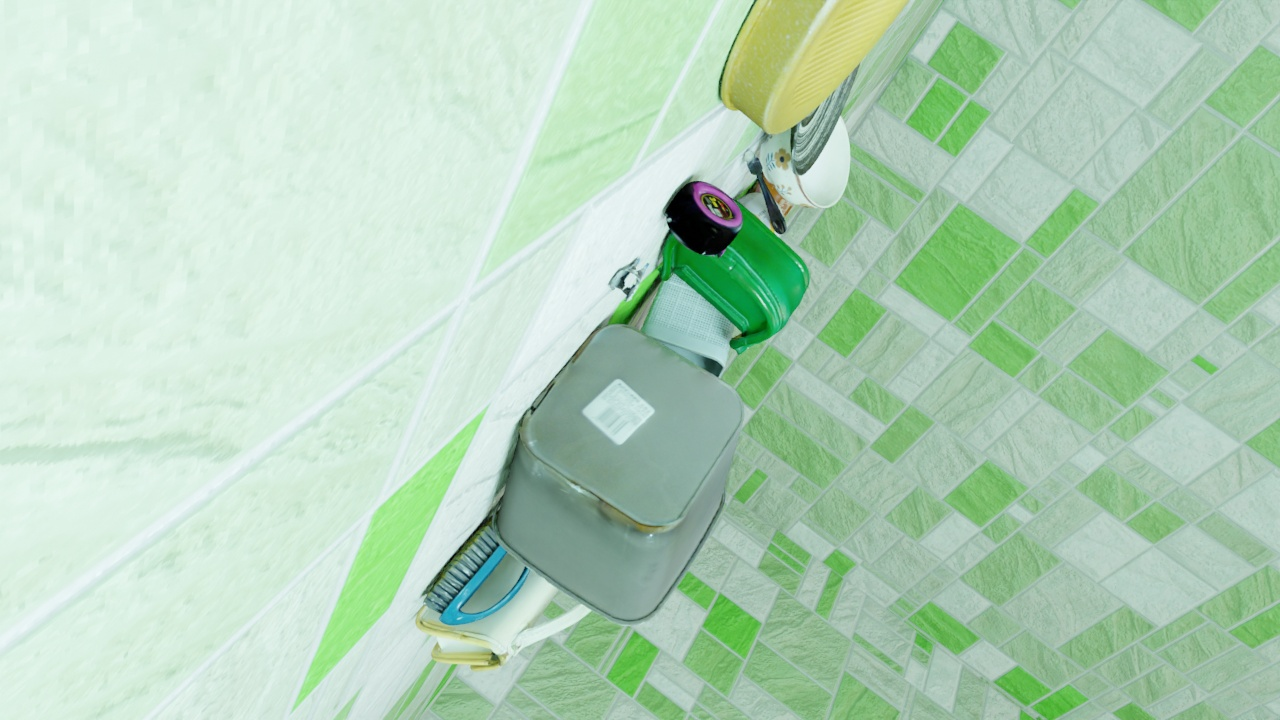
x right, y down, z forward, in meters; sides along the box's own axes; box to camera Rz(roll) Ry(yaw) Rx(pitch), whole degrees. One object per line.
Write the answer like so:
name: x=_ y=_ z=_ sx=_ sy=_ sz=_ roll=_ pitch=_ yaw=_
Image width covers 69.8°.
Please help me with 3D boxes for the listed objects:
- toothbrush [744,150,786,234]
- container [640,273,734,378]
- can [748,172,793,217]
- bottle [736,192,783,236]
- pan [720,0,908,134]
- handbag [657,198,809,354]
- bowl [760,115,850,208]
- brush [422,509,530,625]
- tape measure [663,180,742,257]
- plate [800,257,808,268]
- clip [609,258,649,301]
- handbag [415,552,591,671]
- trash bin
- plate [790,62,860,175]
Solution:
toothbrush: x=0.136 y=-0.175 z=0.981 sx=0.016 sy=0.018 sz=0.181 roll=-30 pitch=156 yaw=8
container: x=0.051 y=-0.040 z=0.930 sx=0.090 sy=0.090 sz=0.111 roll=105 pitch=4 yaw=-65
can: x=0.191 y=-0.242 z=1.160 sx=0.147 sy=0.058 sz=0.057 roll=-56 pitch=175 yaw=22
bottle: x=0.112 y=-0.141 z=1.045 sx=0.068 sy=0.068 sz=0.189 roll=-57 pitch=174 yaw=31
pan: x=0.158 y=-0.278 z=0.653 sx=0.356 sy=0.078 sz=0.198 roll=-38 pitch=168 yaw=-49
handbag: x=0.078 y=-0.072 z=0.825 sx=0.067 sy=0.131 sz=0.120 roll=-47 pitch=175 yaw=-30
bowl: x=0.166 y=-0.215 z=0.961 sx=0.062 sy=0.113 sz=0.113 roll=5 pitch=-135 yaw=43
brush: x=-0.155 y=0.215 z=0.940 sx=0.143 sy=0.073 sz=0.055 roll=-51 pitch=178 yaw=-41
tape measure: x=0.048 y=-0.108 z=0.710 sx=0.057 sy=0.057 sz=0.039 roll=-25 pitch=159 yaw=-50
plate: x=0.106 y=-0.092 z=1.108 sx=0.192 sy=0.039 sz=0.192 roll=-23 pitch=-167 yaw=5
clip: x=-0.009 y=-0.064 z=0.722 sx=0.025 sy=0.032 sz=0.057 roll=-54 pitch=-177 yaw=24
handbag: x=-0.125 y=0.259 z=0.974 sx=0.162 sy=0.179 sz=0.063 roll=-49 pitch=130 yaw=-47
trash bin: x=-0.019 y=0.100 z=0.841 sx=0.198 sy=0.198 sz=0.220 roll=-54 pitch=168 yaw=-27
plate: x=0.172 y=-0.262 z=0.857 sx=0.179 sy=0.024 sz=0.180 roll=-55 pitch=161 yaw=-30
